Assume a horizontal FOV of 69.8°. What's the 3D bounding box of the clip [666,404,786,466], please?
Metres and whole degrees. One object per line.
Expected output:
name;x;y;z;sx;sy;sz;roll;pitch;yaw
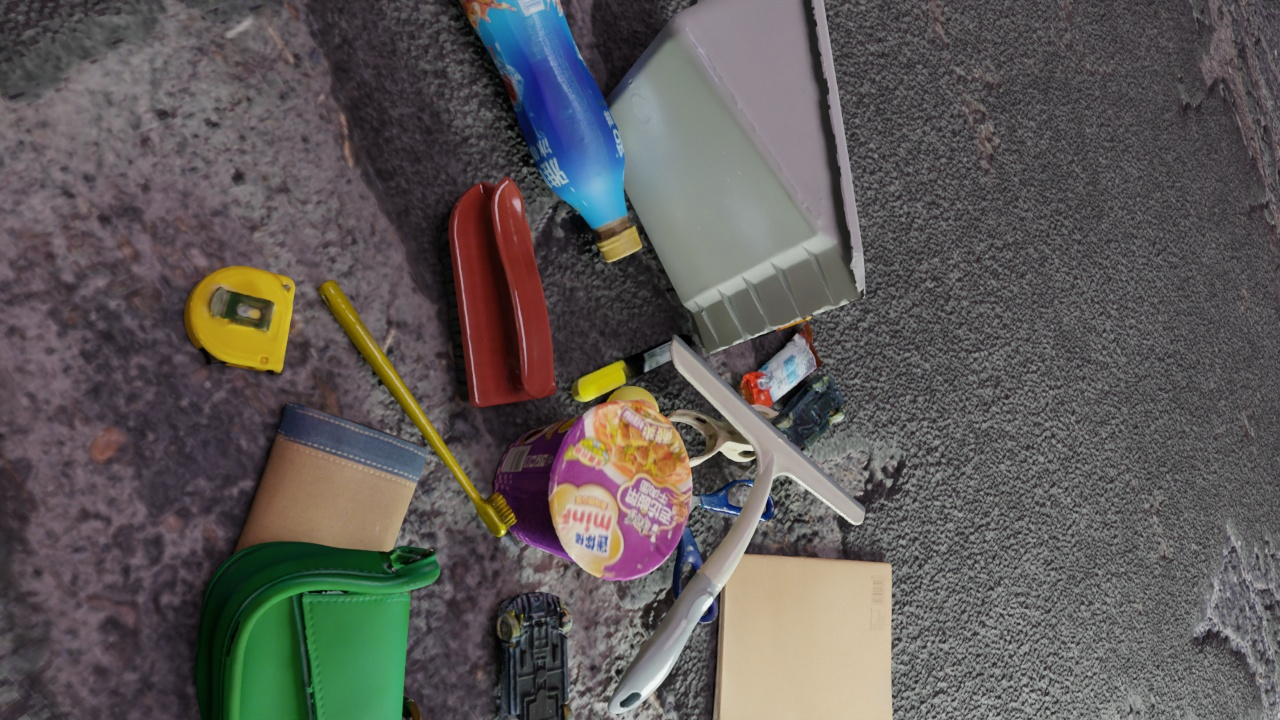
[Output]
clip;0.066;0.058;0.725;0.100;0.035;0.076;-4;68;-35

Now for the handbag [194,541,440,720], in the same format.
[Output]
handbag;-0.172;0.163;0.495;0.120;0.068;0.131;1;101;-35

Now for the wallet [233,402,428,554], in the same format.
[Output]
wallet;-0.183;0.091;0.538;0.090;0.033;0.115;24;72;-30

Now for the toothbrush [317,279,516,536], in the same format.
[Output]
toothbrush;-0.137;0.030;0.571;0.016;0.016;0.190;-40;99;-39

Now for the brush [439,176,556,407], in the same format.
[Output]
brush;-0.090;-0.045;0.599;0.063;0.069;0.146;-8;90;-39

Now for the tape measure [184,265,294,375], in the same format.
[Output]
tape measure;-0.225;-0.025;0.520;0.057;0.029;0.060;13;77;-35

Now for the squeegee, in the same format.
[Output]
squeegee;0.051;0.151;0.672;0.246;0.039;0.246;41;73;-27

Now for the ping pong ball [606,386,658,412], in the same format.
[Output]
ping pong ball;-0.007;0.039;0.672;0.040;0.040;0.040;5;82;-37

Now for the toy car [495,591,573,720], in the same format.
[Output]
toy car;-0.072;0.207;0.608;0.048;0.031;0.105;3;82;-36

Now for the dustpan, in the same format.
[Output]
dustpan;0.078;-0.164;0.653;0.142;0.223;0.258;-34;94;-23

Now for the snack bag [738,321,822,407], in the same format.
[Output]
snack bag;0.121;0.009;0.781;0.105;0.026;0.045;-35;111;-35

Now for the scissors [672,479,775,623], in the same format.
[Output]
scissors;0.039;0.121;0.712;0.175;0.012;0.162;6;78;-33

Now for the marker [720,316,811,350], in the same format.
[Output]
marker;0.101;-0.029;0.780;0.123;0.015;0.018;-19;99;-35

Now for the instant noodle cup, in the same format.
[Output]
instant noodle cup;-0.037;0.085;0.607;0.111;0.099;0.111;5;81;-36

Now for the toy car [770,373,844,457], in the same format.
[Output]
toy car;0.140;0.049;0.787;0.090;0.034;0.043;-44;113;-30

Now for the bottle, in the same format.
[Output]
bottle;-0.055;-0.174;0.644;0.065;0.065;0.219;-34;106;-35

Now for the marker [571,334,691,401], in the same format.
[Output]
marker;-0.004;0.004;0.696;0.123;0.015;0.018;-25;96;-40

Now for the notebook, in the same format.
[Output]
notebook;0.146;0.244;0.784;0.211;0.012;0.149;12;77;-36
